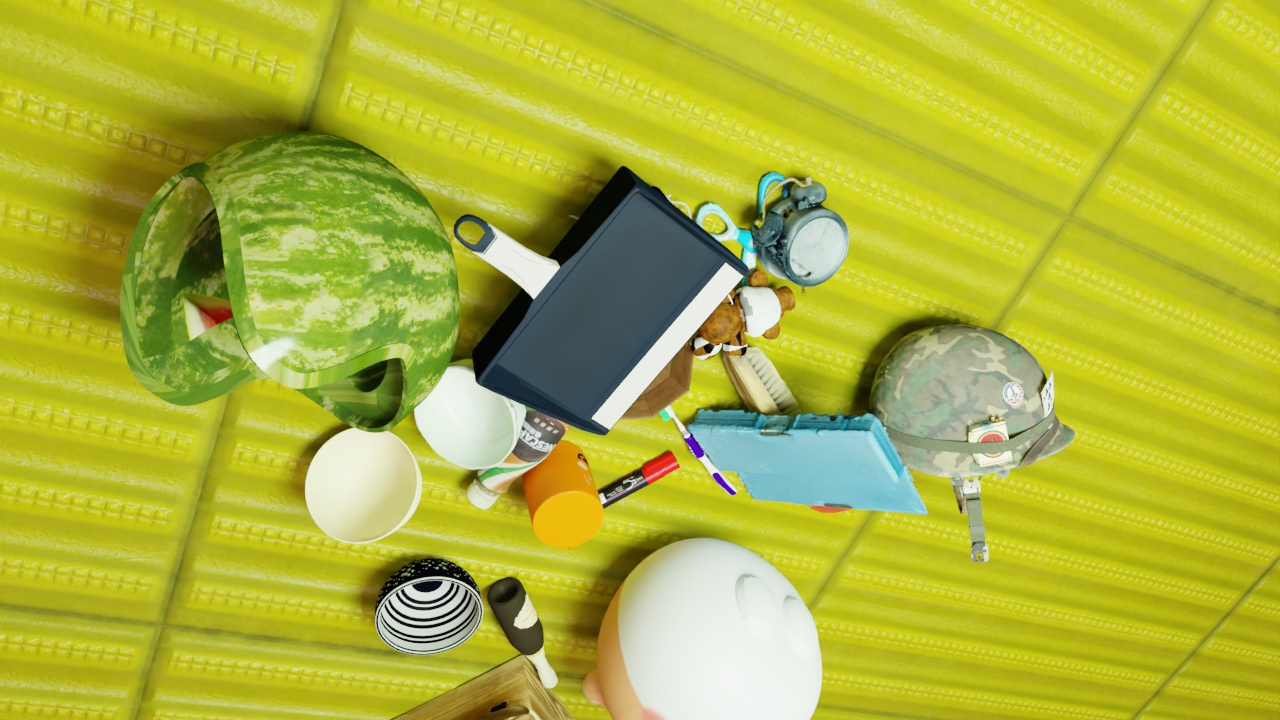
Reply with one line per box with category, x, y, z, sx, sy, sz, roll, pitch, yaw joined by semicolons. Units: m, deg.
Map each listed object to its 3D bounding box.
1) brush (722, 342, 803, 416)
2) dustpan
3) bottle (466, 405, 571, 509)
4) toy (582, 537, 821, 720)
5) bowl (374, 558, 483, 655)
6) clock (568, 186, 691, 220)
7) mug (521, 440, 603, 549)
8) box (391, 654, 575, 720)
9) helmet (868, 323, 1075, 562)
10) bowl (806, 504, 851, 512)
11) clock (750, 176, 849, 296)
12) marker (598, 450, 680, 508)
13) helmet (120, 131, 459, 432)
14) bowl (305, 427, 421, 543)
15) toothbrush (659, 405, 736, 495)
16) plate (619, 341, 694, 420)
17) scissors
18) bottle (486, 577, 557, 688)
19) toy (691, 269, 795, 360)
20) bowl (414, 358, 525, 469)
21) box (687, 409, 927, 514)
brush;0.149;0.049;1.048;0.043;0.059;0.195;-39;121;-6
dustpan;-0.058;-0.060;0.851;0.273;0.080;0.236;35;104;-25
bottle;-0.130;0.093;0.993;0.059;0.059;0.167;30;109;-29
toy;0.072;0.358;1.094;0.262;0.265;0.281;33;122;-27
bowl;-0.246;0.274;1.065;0.120;0.066;0.120;-7;122;-12
clock;-0.006;-0.123;0.908;0.120;0.042;0.091;-13;123;-8
mug;-0.087;0.161;1.025;0.077;0.096;0.113;-10;122;-10
box;-0.212;0.563;1.166;0.279;0.220;0.259;-26;122;2
helmet;0.370;0.078;1.043;0.224;0.192;0.236;11;106;8
bowl;0.246;0.131;1.138;0.122;0.035;0.122;-7;122;-12
clock;0.161;-0.131;0.938;0.090;0.052;0.129;-41;125;-5
marker;-0.022;0.151;1.082;0.145;0.021;0.023;-28;116;2
helmet;-0.266;-0.065;0.758;0.214;0.243;0.246;-9;169;35
bowl;-0.278;0.133;0.961;0.118;0.118;0.074;-25;166;0
toothbrush;0.066;0.105;1.084;0.016;0.015;0.187;-31;124;10
plate;-0.006;0.006;0.996;0.131;0.025;0.131;-7;122;-12
scissors;0.124;-0.136;0.957;0.127;0.012;0.137;-45;122;9
bottle;-0.141;0.351;1.154;0.045;0.045;0.185;-20;124;-4
toy;0.107;-0.049;0.970;0.112;0.067;0.087;-21;104;-21
bowl;-0.167;0.047;0.943;0.117;0.061;0.117;9;116;18
box;0.187;0.120;1.029;0.232;0.033;0.174;-3;139;41
